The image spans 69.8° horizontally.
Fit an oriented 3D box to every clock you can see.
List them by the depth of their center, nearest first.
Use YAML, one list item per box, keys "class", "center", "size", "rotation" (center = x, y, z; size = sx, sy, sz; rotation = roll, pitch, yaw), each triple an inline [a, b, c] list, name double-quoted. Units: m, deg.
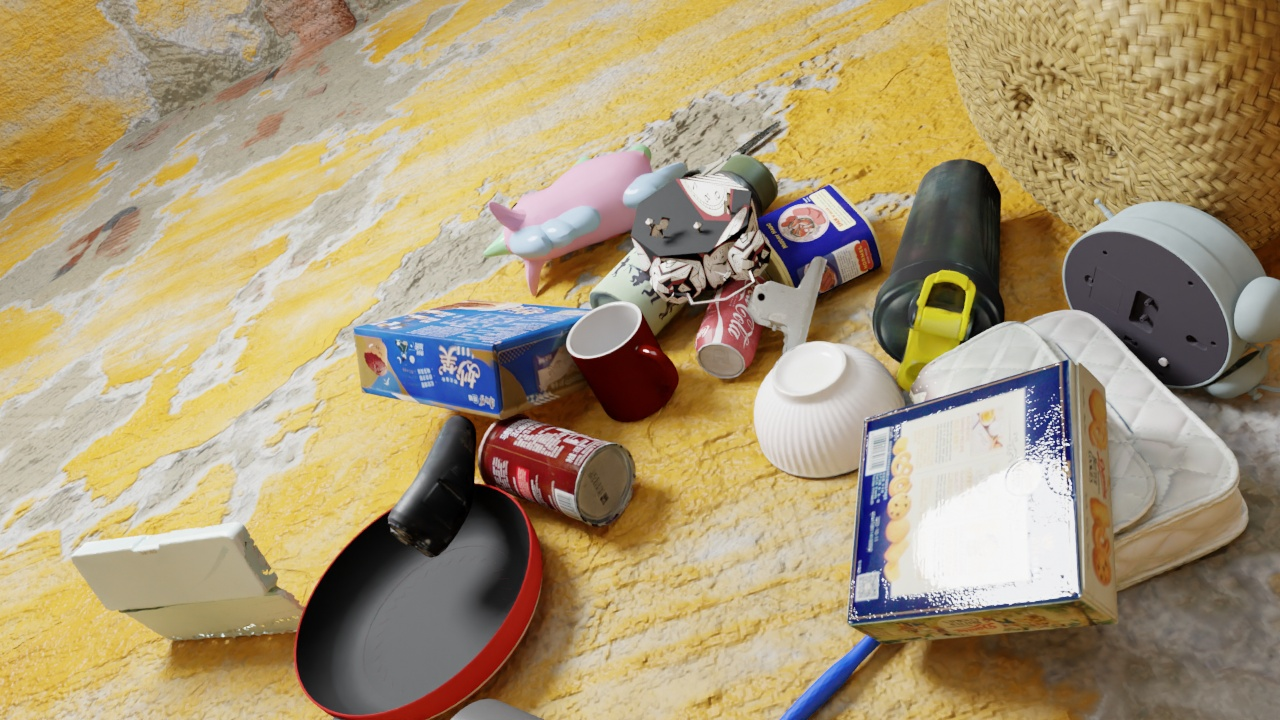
- class: "clock"
  center: [0.352, -0.037, 0.598]
  size: [0.045, 0.123, 0.159]
  rotation: [-34, 50, -13]
- class: "clock"
  center: [0.053, -0.109, 0.820]
  size: [0.115, 0.065, 0.154]
  rotation: [-20, 46, 2]

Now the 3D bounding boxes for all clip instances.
- class: "clip"
  center: [0.122, -0.047, 0.779]
  size: [0.050, 0.058, 0.101]
  rotation: [147, 140, -75]

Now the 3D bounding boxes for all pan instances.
- class: "pan"
  center: [-0.198, 0.239, 0.677]
  size: [0.209, 0.067, 0.355]
  rotation: [-2, 44, 32]

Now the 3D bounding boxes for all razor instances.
- class: "razor"
  center: [-0.169, 0.099, 0.761]
  size: [0.067, 0.054, 0.151]
  rotation: [-35, 24, 19]

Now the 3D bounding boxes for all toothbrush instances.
- class: "toothbrush"
  center: [0.146, 0.176, 0.568]
  size: [0.182, 0.016, 0.018]
  rotation: [-39, 43, -13]

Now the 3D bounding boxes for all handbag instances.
- class: "handbag"
  center: [0.270, 0.050, 0.587]
  size: [0.139, 0.072, 0.194]
  rotation: [-26, 36, 8]

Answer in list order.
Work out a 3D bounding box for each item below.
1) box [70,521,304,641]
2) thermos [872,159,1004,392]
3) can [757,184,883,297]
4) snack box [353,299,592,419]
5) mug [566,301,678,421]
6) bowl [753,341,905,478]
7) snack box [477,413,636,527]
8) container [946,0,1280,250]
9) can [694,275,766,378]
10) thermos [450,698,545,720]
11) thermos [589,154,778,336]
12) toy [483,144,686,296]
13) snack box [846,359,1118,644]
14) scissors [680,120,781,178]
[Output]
- class: "box"
  center: [-0.382, 0.199, 0.789]
  size: [0.197, 0.134, 0.040]
  rotation: [-10, 30, 25]
- class: "thermos"
  center: [0.247, -0.078, 0.739]
  size: [0.098, 0.098, 0.220]
  rotation: [-4, 39, 30]
- class: "can"
  center: [0.161, -0.109, 0.861]
  size: [0.092, 0.056, 0.116]
  rotation: [-26, 37, 3]
- class: "snack box"
  center: [-0.150, -0.008, 0.882]
  size: [0.203, 0.069, 0.154]
  rotation: [7, 19, 38]
- class: "mug"
  center: [-0.005, 0.005, 0.813]
  size: [0.106, 0.082, 0.073]
  rotation: [16, 55, 44]
- class: "bowl"
  center: [0.139, 0.027, 0.710]
  size: [0.118, 0.062, 0.117]
  rotation: [-18, 38, 15]
- class: "snack box"
  center: [-0.071, 0.090, 0.767]
  size: [0.121, 0.072, 0.072]
  rotation: [11, 52, 40]
- class: "container"
  center: [0.375, -0.216, 0.649]
  size: [0.196, 0.307, 0.307]
  rotation: [-40, 37, -1]
- class: "can"
  center: [0.084, -0.033, 0.824]
  size: [0.054, 0.054, 0.096]
  rotation: [-5, 43, 29]
- class: "thermos"
  center: [-0.011, 0.265, 0.511]
  size: [0.241, 0.082, 0.082]
  rotation: [5, 48, 37]
- class: "thermos"
  center: [0.053, -0.115, 0.927]
  size: [0.082, 0.082, 0.230]
  rotation: [18, 56, 45]
- class: "toy"
  center: [-0.062, -0.174, 1.049]
  size: [0.223, 0.120, 0.170]
  rotation: [-9, 31, 26]
- class: "snack box"
  center: [0.194, 0.085, 0.535]
  size: [0.145, 0.042, 0.144]
  rotation: [-23, 43, 45]
- class: "scissors"
  center: [0.109, -0.229, 1.074]
  size: [0.171, 0.012, 0.121]
  rotation: [-21, 40, 9]
